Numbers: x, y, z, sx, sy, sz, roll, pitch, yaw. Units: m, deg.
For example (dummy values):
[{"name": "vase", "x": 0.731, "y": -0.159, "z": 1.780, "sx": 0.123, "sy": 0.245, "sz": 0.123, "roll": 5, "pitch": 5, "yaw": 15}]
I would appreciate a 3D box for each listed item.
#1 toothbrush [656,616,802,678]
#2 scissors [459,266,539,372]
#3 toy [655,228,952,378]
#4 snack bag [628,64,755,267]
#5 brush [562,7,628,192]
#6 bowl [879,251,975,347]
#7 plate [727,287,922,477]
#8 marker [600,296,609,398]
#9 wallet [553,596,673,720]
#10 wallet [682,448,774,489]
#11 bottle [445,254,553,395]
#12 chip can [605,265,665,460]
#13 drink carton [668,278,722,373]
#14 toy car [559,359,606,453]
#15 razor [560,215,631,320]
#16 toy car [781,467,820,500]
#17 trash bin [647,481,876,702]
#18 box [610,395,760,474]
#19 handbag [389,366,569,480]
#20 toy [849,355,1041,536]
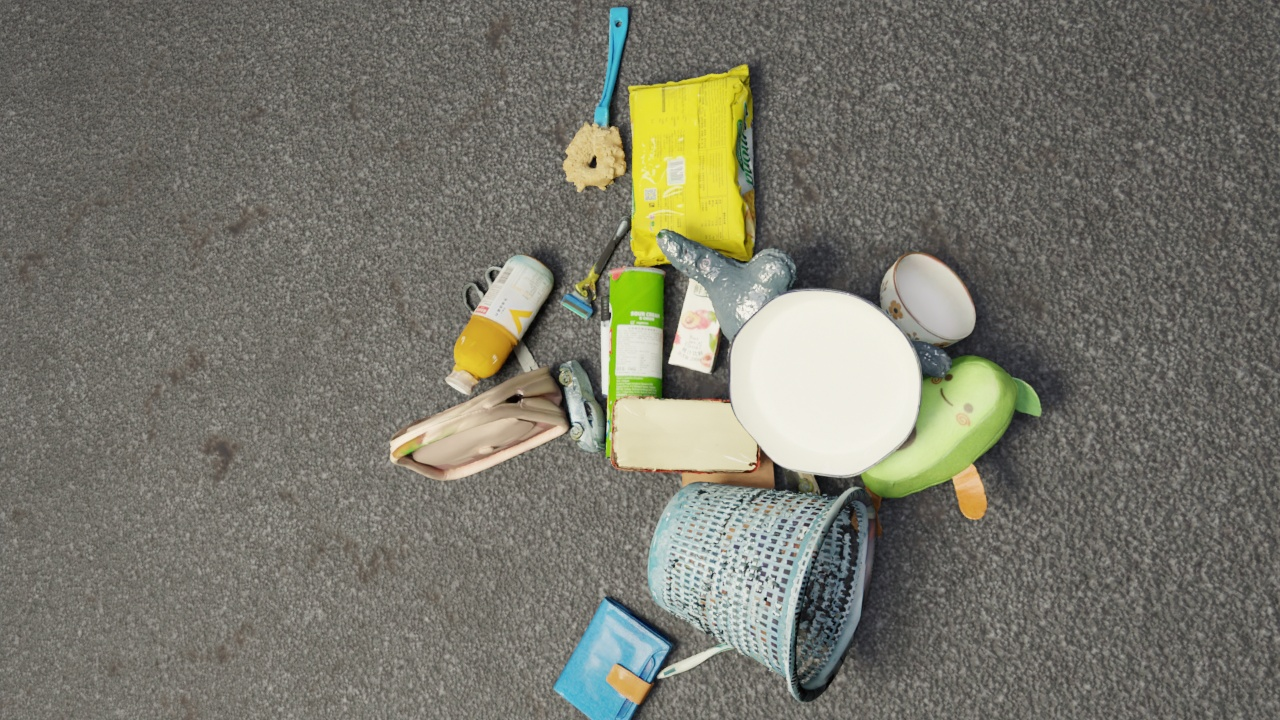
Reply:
[{"name": "toothbrush", "x": 0.104, "y": 0.339, "z": 1.082, "sx": 0.192, "sy": 0.016, "sz": 0.018, "roll": -28, "pitch": 87, "yaw": 11}, {"name": "scissors", "x": -0.168, "y": -0.047, "z": 1.207, "sx": 0.172, "sy": 0.014, "sz": 0.145, "roll": 23, "pitch": 91, "yaw": 17}, {"name": "toy", "x": 0.167, "y": -0.043, "z": 1.037, "sx": 0.356, "sy": 0.138, "sz": 0.091, "roll": 30, "pitch": 53, "yaw": 17}, {"name": "snack bag", "x": 0.059, "y": -0.237, "z": 1.135, "sx": 0.158, "sy": 0.068, "sz": 0.246, "roll": -3, "pitch": 84, "yaw": 16}, {"name": "brush", "x": -0.045, "y": -0.340, "z": 1.196, "sx": 0.083, "sy": 0.046, "sz": 0.254, "roll": 6, "pitch": 81, "yaw": 21}, {"name": "bowl", "x": 0.313, "y": -0.059, "z": 1.034, "sx": 0.113, "sy": 0.113, "sz": 0.062, "roll": 60, "pitch": 144, "yaw": 14}, {"name": "plate", "x": 0.194, "y": 0.021, "z": 0.969, "sx": 0.205, "sy": 0.045, "sz": 0.205, "roll": 7, "pitch": 106, "yaw": 27}, {"name": "marker", "x": -0.040, "y": -0.017, "z": 1.163, "sx": 0.022, "sy": 0.018, "sz": 0.130, "roll": -1, "pitch": 84, "yaw": -14}, {"name": "wallet", "x": -0.033, "y": 0.370, "z": 1.107, "sx": 0.106, "sy": 0.040, "sz": 0.133, "roll": 31, "pitch": 93, "yaw": 21}, {"name": "wallet", "x": 0.103, "y": 0.108, "z": 1.103, "sx": 0.115, "sy": 0.020, "sz": 0.101, "roll": -5, "pitch": 83, "yaw": 20}, {"name": "bottle", "x": -0.180, "y": -0.044, "z": 1.157, "sx": 0.068, "sy": 0.068, "sz": 0.189, "roll": 25, "pitch": 73, "yaw": 17}, {"name": "chip can", "x": -0.007, "y": 0.007, "z": 1.123, "sx": 0.072, "sy": 0.072, "sz": 0.236, "roll": -1, "pitch": 84, "yaw": 16}, {"name": "drink carton", "x": 0.076, "y": -0.048, "z": 1.119, "sx": 0.053, "sy": 0.045, "sz": 0.122, "roll": 14, "pitch": 88, "yaw": 11}, {"name": "toy car", "x": -0.070, "y": 0.057, "z": 1.145, "sx": 0.037, "sy": 0.054, "sz": 0.120, "roll": -20, "pitch": 77, "yaw": 16}, {"name": "razor", "x": -0.052, "y": -0.123, "z": 1.177, "sx": 0.042, "sy": 0.022, "sz": 0.142, "roll": 30, "pitch": 88, "yaw": -16}, {"name": "toy car", "x": 0.184, "y": 0.126, "z": 1.069, "sx": 0.035, "sy": 0.042, "sz": 0.090, "roll": -20, "pitch": 71, "yaw": -9}, {"name": "trash bin", "x": 0.125, "y": 0.224, "z": 0.998, "sx": 0.195, "sy": 0.226, "sz": 0.226, "roll": 13, "pitch": 87, "yaw": 32}, {"name": "box", "x": 0.051, "y": 0.083, "z": 1.042, "sx": 0.168, "sy": 0.079, "sz": 0.091, "roll": 2, "pitch": 83, "yaw": -4}, {"name": "handbag", "x": -0.205, "y": 0.079, "z": 1.086, "sx": 0.193, "sy": 0.234, "sz": 0.093, "roll": -24, "pitch": 83, "yaw": 13}, {"name": "toy", "x": 0.304, "y": 0.078, "z": 1.008, "sx": 0.247, "sy": 0.089, "sz": 0.227, "roll": -38, "pitch": 65, "yaw": 23}]
